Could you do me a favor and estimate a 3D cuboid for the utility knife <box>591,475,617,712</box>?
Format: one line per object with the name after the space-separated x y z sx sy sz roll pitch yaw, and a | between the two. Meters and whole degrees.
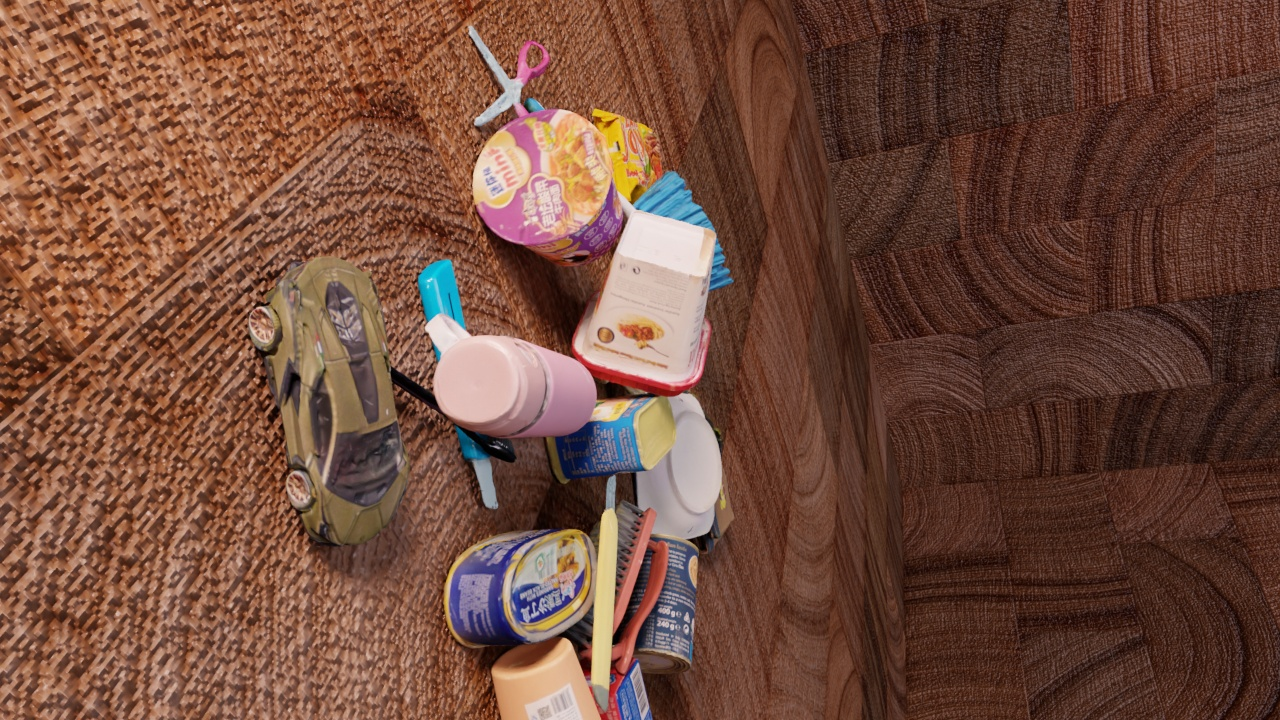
-0.025 0.171 0.703 0.031 0.019 0.183 58 34 -56 | utility knife

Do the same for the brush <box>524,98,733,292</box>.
-0.003 -0.158 0.917 0.060 0.109 0.315 43 -13 47 | brush

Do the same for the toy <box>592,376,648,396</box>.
-0.005 0.005 0.909 0.105 0.066 0.157 -20 106 -23 | toy

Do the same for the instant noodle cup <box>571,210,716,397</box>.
0.010 -0.052 0.791 0.116 0.116 0.124 -73 178 -51 | instant noodle cup

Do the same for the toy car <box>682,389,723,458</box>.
0.066 0.083 1.106 0.105 0.032 0.048 56 31 -28 | toy car

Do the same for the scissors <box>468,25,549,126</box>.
-0.103 -0.224 0.772 0.133 0.017 0.133 55 44 -28 | scissors

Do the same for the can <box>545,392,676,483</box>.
-0.023 0.065 0.799 0.102 0.083 0.057 -36 115 -67 | can

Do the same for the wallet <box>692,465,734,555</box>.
0.086 0.179 1.125 0.115 0.033 0.090 -17 97 -73 | wallet

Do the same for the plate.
0.048 0.113 0.998 0.164 0.034 0.163 5 77 -57 | plate

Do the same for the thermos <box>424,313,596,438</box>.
-0.088 0.013 0.633 0.087 0.067 0.198 48 5 10 | thermos

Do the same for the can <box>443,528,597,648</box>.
-0.080 0.160 0.658 0.148 0.049 0.074 5 78 -69 | can

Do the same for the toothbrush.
-0.135 0.024 0.592 0.189 0.014 0.016 46 43 -47 | toothbrush

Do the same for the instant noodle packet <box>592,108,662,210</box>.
-0.011 -0.215 1.001 0.128 0.044 0.110 -11 88 -69 | instant noodle packet

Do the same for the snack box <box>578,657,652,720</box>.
-0.012 0.351 0.754 0.057 0.058 0.207 -38 118 -67 | snack box

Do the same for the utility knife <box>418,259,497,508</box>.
-0.124 0.021 0.643 0.034 0.018 0.182 -40 121 -67 | utility knife

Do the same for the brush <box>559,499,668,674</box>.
-0.019 0.191 0.769 0.069 0.063 0.145 36 37 -10 | brush

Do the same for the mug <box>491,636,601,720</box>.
-0.060 0.263 0.644 0.078 0.078 0.123 -32 107 -68 | mug

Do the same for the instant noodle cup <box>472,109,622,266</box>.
-0.065 -0.129 0.742 0.099 0.112 0.111 46 40 -71 | instant noodle cup

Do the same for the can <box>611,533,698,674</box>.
0.013 0.226 0.845 0.075 0.075 0.111 56 32 -49 | can

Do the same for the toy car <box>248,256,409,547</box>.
-0.161 0.023 0.496 0.070 0.042 0.158 -21 105 -57 | toy car
